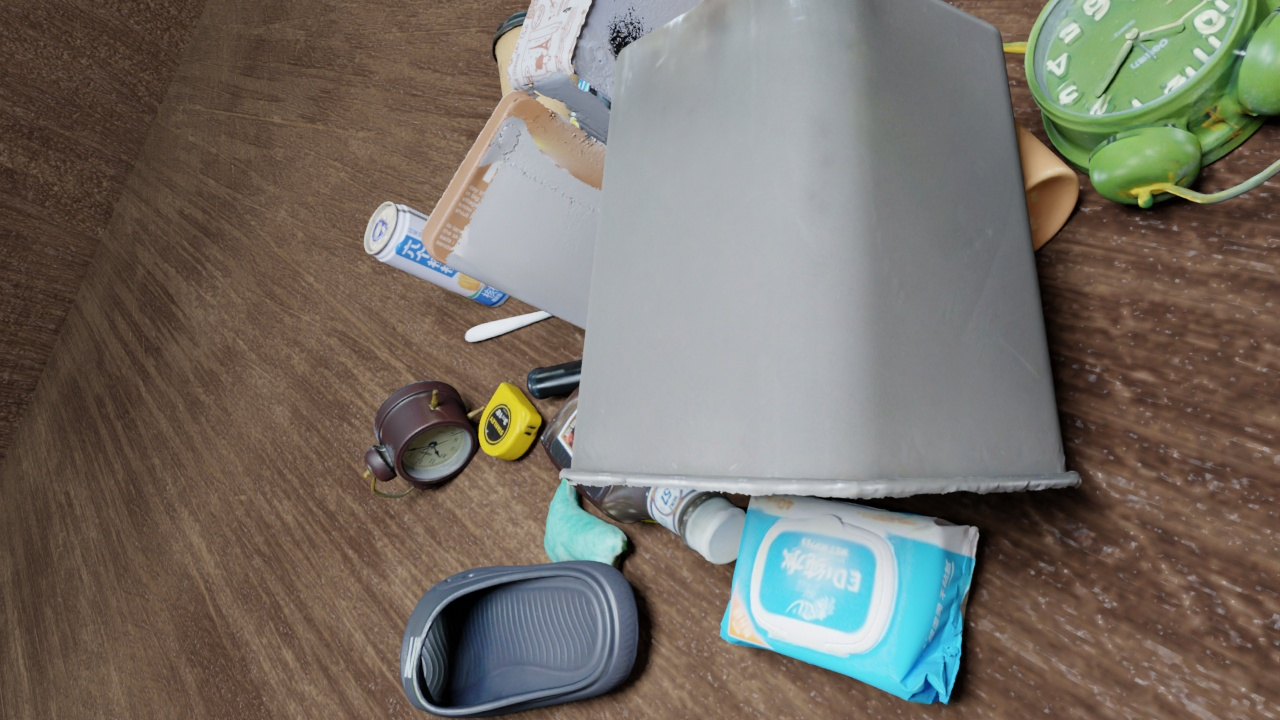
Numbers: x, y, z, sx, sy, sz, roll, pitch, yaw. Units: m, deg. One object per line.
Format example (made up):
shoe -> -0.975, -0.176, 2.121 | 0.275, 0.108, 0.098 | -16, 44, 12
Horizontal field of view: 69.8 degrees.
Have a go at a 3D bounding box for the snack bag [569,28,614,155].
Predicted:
snack bag -> -0.040, -0.203, 0.779 | 0.039, 0.110, 0.190 | 8, 76, 7

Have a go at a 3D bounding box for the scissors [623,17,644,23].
scissors -> 0.022, -0.310, 0.813 | 0.162, 0.012, 0.176 | -55, 44, 14

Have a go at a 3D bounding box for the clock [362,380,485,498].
clock -> -0.195, 0.074, 0.814 | 0.122, 0.082, 0.055 | -51, 49, 14

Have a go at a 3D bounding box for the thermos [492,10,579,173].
thermos -> -0.091, -0.246, 0.850 | 0.093, 0.093, 0.143 | -18, 67, 41

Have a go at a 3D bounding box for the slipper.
slipper -> -0.115, 0.197, 0.654 | 0.269, 0.083, 0.110 | -24, 65, 42

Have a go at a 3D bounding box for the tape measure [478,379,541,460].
tape measure -> -0.108, 0.055, 0.769 | 0.057, 0.029, 0.060 | -57, 42, 9

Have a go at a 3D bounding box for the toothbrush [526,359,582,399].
toothbrush -> -0.004, 0.004, 0.686 | 0.213, 0.026, 0.027 | -11, 72, 39

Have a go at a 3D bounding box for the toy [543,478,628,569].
toy -> -0.042, 0.136, 0.662 | 0.092, 0.030, 0.096 | 14, 90, 51

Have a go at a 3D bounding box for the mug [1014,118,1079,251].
mug -> 0.178, -0.113, 0.512 | 0.078, 0.078, 0.122 | -48, 48, 20

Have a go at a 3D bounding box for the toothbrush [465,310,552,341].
toothbrush -> -0.104, -0.038, 0.816 | 0.181, 0.016, 0.016 | -13, 61, 43

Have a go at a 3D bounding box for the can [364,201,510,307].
can -> -0.179, -0.095, 0.832 | 0.053, 0.134, 0.053 | -21, 58, 39

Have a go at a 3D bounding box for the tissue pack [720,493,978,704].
tissue pack -> 0.106, 0.120, 0.485 | 0.140, 0.063, 0.090 | 3, 74, 47

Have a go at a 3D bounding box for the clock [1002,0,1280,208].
clock -> 0.258, -0.141, 0.451 | 0.116, 0.056, 0.161 | -42, 47, 27

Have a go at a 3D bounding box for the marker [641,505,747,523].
marker -> 0.026, 0.102, 0.618 | 0.124, 0.015, 0.018 | -3, 61, 43

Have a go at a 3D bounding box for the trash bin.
trash bin -> 0.079, -0.045, 0.447 | 0.199, 0.198, 0.219 | -8, 81, 53

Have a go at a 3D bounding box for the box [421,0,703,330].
box -> -0.023, -0.160, 0.667 | 0.106, 0.177, 0.272 | 28, 93, 50

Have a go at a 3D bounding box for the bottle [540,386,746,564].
bottle -> 0.003, 0.075, 0.617 | 0.080, 0.044, 0.195 | -52, 37, -5
